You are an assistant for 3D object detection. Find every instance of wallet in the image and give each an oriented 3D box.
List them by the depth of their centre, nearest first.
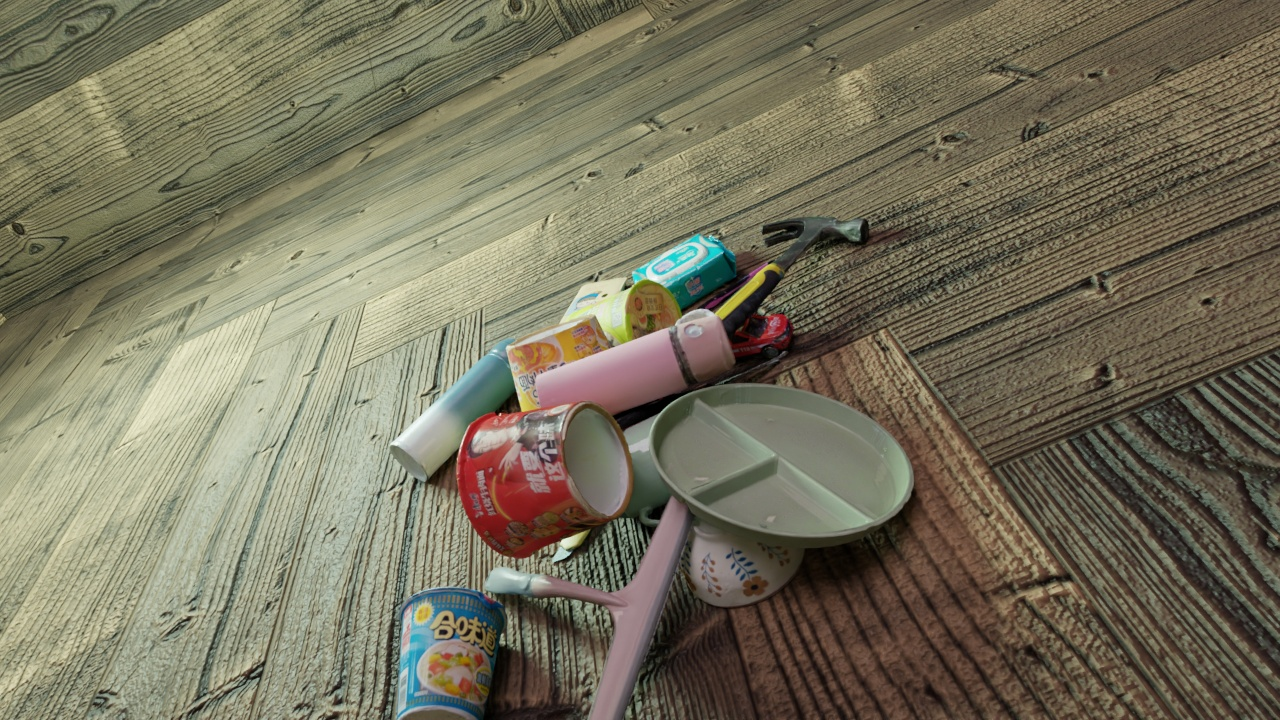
[{"bbox_3d":[-0.063,-0.078,1.287,0.087,0.024,0.114,-15,27,26],"label":"wallet"}]

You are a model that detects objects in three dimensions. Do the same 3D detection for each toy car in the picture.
[{"bbox_3d":[0.115,-0.026,1.052,0.121,0.045,0.052,-9,37,25],"label":"toy car"}]

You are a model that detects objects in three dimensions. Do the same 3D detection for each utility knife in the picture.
[{"bbox_3d":[-0.044,0.142,0.955,0.031,0.018,0.165,-3,38,42],"label":"utility knife"}]

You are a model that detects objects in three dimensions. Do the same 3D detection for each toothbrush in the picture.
[{"bbox_3d":[0.096,-0.077,1.171,0.189,0.014,0.018,-34,22,-10],"label":"toothbrush"}]

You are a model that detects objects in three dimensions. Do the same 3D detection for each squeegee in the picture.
[{"bbox_3d":[-0.078,0.209,0.830,0.250,0.040,0.247,-6,55,48],"label":"squeegee"}]

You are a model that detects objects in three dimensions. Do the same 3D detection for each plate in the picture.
[{"bbox_3d":[0.121,0.088,0.805,0.230,0.027,0.229,4,29,-3],"label":"plate"}]

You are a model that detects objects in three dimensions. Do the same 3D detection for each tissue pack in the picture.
[{"bbox_3d":[0.059,-0.116,1.222,0.133,0.050,0.093,-31,30,-5],"label":"tissue pack"}]

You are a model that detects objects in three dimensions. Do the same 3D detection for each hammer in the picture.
[{"bbox_3d":[0.147,-0.094,1.075,0.126,0.032,0.322,9,37,35],"label":"hammer"}]

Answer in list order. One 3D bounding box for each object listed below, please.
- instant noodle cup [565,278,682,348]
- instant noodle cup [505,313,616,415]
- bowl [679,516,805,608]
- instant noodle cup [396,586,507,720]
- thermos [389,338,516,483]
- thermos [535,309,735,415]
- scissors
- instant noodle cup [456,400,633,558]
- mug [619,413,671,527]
[{"bbox_3d":[-0.028,-0.033,1.122,0.124,0.112,0.111,-11,34,39],"label":"instant noodle cup"},{"bbox_3d":[-0.083,0.015,1.040,0.138,0.110,0.138,-19,9,3],"label":"instant noodle cup"},{"bbox_3d":[0.080,0.151,0.799,0.114,0.062,0.113,-21,32,14],"label":"bowl"},{"bbox_3d":[-0.169,0.270,0.797,0.099,0.099,0.109,-19,39,15],"label":"instant noodle cup"},{"bbox_3d":[-0.222,0.057,1.176,0.070,0.070,0.219,8,45,44],"label":"thermos"},{"bbox_3d":[-0.006,0.005,0.938,0.199,0.067,0.087,-22,43,7],"label":"thermos"},{"bbox_3d":[0.047,0.041,0.997,0.228,0.021,0.190,-18,-10,-37],"label":"scissors"},{"bbox_3d":[-0.080,0.100,0.825,0.109,0.138,0.137,-19,31,29],"label":"instant noodle cup"},{"bbox_3d":[0.015,0.114,0.899,0.106,0.082,0.111,-25,62,4],"label":"mug"}]
